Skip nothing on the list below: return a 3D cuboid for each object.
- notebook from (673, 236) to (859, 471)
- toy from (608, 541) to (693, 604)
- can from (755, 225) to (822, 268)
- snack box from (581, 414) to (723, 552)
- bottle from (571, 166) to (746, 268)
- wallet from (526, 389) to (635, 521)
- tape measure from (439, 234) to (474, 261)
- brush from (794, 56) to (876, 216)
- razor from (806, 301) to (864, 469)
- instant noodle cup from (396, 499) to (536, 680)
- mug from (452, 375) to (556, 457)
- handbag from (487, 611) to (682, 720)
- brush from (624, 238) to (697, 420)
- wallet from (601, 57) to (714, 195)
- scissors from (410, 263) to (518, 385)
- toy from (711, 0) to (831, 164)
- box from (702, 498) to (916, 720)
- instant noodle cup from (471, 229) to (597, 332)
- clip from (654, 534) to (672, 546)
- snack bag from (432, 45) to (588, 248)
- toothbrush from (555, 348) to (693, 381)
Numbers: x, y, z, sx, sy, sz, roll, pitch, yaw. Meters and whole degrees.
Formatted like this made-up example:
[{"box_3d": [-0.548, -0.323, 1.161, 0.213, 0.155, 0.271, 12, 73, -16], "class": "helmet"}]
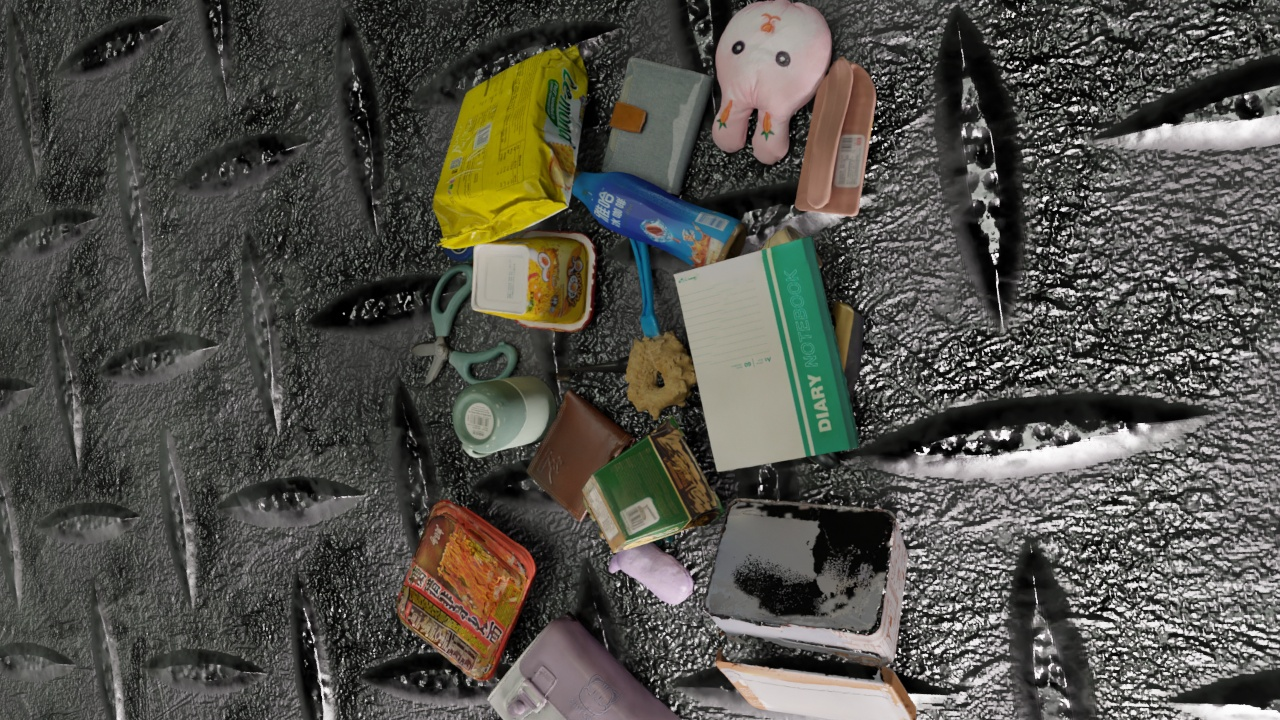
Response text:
[{"box_3d": [0.122, -0.003, 0.909, 0.151, 0.012, 0.209, -14, 87, 27], "class": "notebook"}, {"box_3d": [0.012, 0.236, 1.036, 0.108, 0.038, 0.084, 29, 127, 20], "class": "toy"}, {"box_3d": [0.125, -0.080, 0.942, 0.116, 0.058, 0.058, -42, 74, 24], "class": "can"}, {"box_3d": [0.005, 0.142, 0.968, 0.118, 0.105, 0.118, 61, 160, 13], "class": "snack box"}, {"box_3d": [0.004, -0.158, 0.983, 0.219, 0.065, 0.065, 26, 105, 16], "class": "bottle"}, {"box_3d": [-0.073, 0.111, 1.078, 0.101, 0.032, 0.125, 36, 109, 24], "class": "wallet"}, {"box_3d": [-0.221, -0.151, 1.142, 0.058, 0.025, 0.055, 36, 111, 26], "class": "tape measure"}, {"box_3d": [0.192, -0.216, 0.889, 0.063, 0.073, 0.146, 13, 98, 28], "class": "brush"}, {"box_3d": [0.190, 0.024, 0.919, 0.067, 0.062, 0.167, 10, 94, -3], "class": "razor"}, {"box_3d": [-0.205, 0.275, 1.132, 0.164, 0.079, 0.189, 30, 108, 23], "class": "instant noodle cup"}, {"box_3d": [-0.170, 0.073, 1.084, 0.082, 0.106, 0.112, 46, 113, 17], "class": "mug"}, {"box_3d": [-0.063, 0.410, 1.061, 0.197, 0.098, 0.145, 41, 105, 19], "class": "handbag"}, {"box_3d": [0.009, -0.061, 1.004, 0.083, 0.045, 0.254, -20, 70, 30], "class": "brush"}, {"box_3d": [0.013, -0.257, 1.002, 0.107, 0.037, 0.130, 22, 104, 24], "class": "wallet"}, {"box_3d": [-0.226, -0.044, 1.156, 0.170, 0.019, 0.181, 1, 95, 29], "class": "scissors"}, {"box_3d": [0.128, -0.284, 0.932, 0.121, 0.054, 0.160, 22, 111, 27], "class": "toy"}, {"box_3d": [0.181, 0.252, 0.927, 0.181, 0.198, 0.157, -3, 51, 29], "class": "box"}, {"box_3d": [-0.123, -0.091, 1.037, 0.116, 0.123, 0.116, 7, 97, 27], "class": "instant noodle cup"}, {"box_3d": [0.020, 0.182, 1.042, 0.045, 0.014, 0.057, -22, 86, 29], "class": "clip"}, {"box_3d": [-0.145, -0.236, 1.009, 0.158, 0.068, 0.245, -17, 49, 28], "class": "snack bag"}, {"box_3d": [-0.006, 0.006, 1.036, 0.213, 0.026, 0.027, -6, 51, 28], "class": "toothbrush"}]
